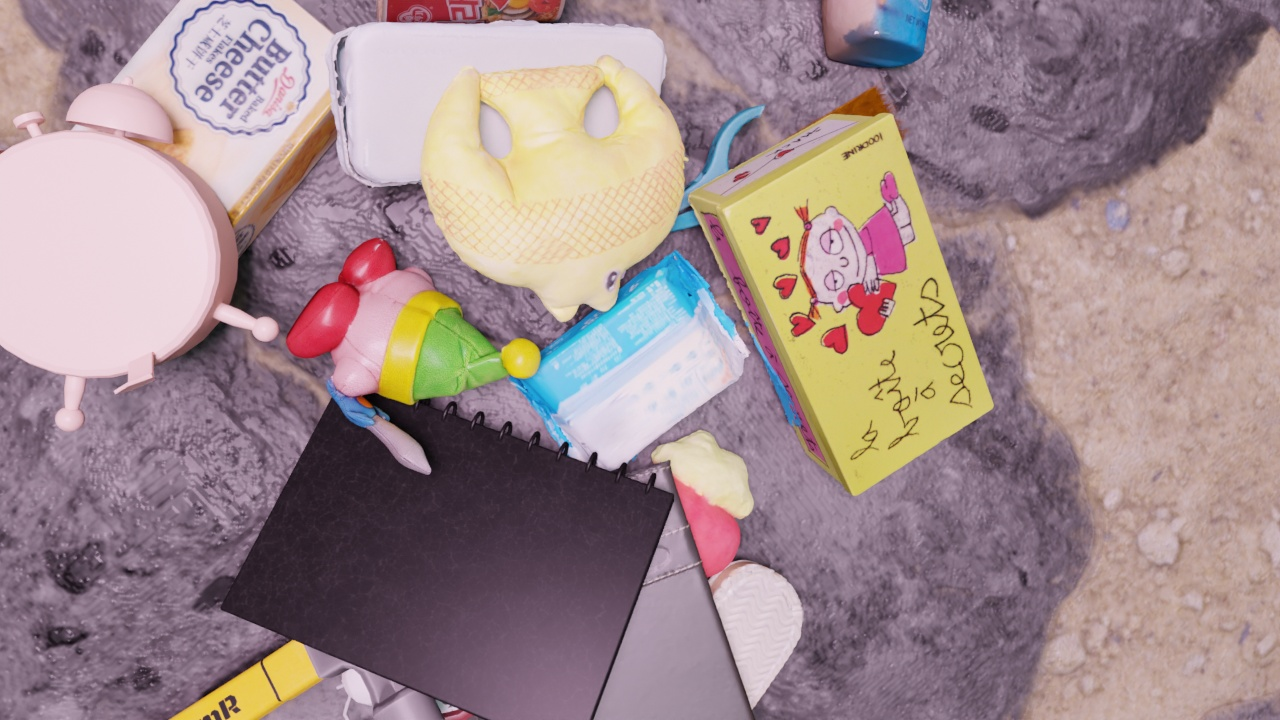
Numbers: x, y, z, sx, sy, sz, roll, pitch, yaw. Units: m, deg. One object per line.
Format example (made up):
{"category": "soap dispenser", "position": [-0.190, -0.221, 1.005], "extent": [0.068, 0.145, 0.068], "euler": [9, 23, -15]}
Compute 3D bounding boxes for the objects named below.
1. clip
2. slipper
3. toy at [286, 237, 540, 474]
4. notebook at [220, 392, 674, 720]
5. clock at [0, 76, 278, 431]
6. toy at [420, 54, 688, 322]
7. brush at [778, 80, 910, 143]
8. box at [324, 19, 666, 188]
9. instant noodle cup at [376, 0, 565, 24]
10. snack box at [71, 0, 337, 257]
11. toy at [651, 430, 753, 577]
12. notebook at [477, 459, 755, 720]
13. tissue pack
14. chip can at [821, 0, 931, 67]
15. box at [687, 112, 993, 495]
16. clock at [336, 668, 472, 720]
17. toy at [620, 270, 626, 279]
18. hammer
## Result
{"category": "clip", "position": [0.059, -0.125, 0.619], "extent": [0.120, 0.033, 0.119], "euler": [9, 105, -5]}
{"category": "slipper", "position": [0.006, 0.250, 0.637], "extent": [0.272, 0.054, 0.114], "euler": [-44, 102, -8]}
{"category": "toy", "position": [-0.138, -0.009, 0.562], "extent": [0.131, 0.097, 0.123], "euler": [39, 44, -12]}
{"category": "notebook", "position": [-0.113, 0.113, 0.562], "extent": [0.231, 0.019, 0.168], "euler": [19, 70, 10]}
{"category": "clock", "position": [-0.295, -0.059, 0.495], "extent": [0.131, 0.086, 0.160], "euler": [-26, 93, -7]}
{"category": "toy", "position": [-0.043, -0.102, 0.548], "extent": [0.170, 0.065, 0.155], "euler": [-15, 100, -26]}
{"category": "brush", "position": [0.124, -0.143, 0.642], "extent": [0.126, 0.017, 0.048], "euler": [-31, 98, -5]}
{"category": "box", "position": [-0.083, -0.163, 0.570], "extent": [0.213, 0.063, 0.118], "euler": [-14, 121, -27]}
{"category": "instant noodle cup", "position": [-0.104, -0.247, 0.563], "extent": [0.112, 0.100, 0.100], "euler": [1, 94, -17]}
{"category": "snack box", "position": [-0.267, -0.131, 0.561], "extent": [0.104, 0.057, 0.208], "euler": [39, 88, -10]}
{"category": "toy", "position": [0.024, 0.114, 0.632], "extent": [0.091, 0.045, 0.135], "euler": [31, 84, -4]}
{"category": "notebook", "position": [-0.026, 0.189, 0.589], "extent": [0.169, 0.029, 0.209], "euler": [-19, 87, -7]}
{"category": "tissue pack", "position": [-0.004, 0.004, 0.611], "extent": [0.144, 0.061, 0.093], "euler": [-38, 101, -1]}
{"category": "chip can", "position": [0.166, -0.319, 0.608], "extent": [0.079, 0.080, 0.229], "euler": [7, 93, -10]}
{"category": "box", "position": [0.134, -0.035, 0.599], "extent": [0.124, 0.079, 0.221], "euler": [-28, 111, -6]}
{"category": "clock", "position": [-0.142, 0.205, 0.614], "extent": [0.124, 0.044, 0.087], "euler": [-45, 100, -5]}
{"category": "toy", "position": [-0.060, -0.084, 0.603], "extent": [0.110, 0.047, 0.063], "euler": [5, 105, -13]}
{"category": "hammer", "position": [-0.290, 0.235, 0.581], "extent": [0.324, 0.034, 0.170], "euler": [-34, 73, 3]}
